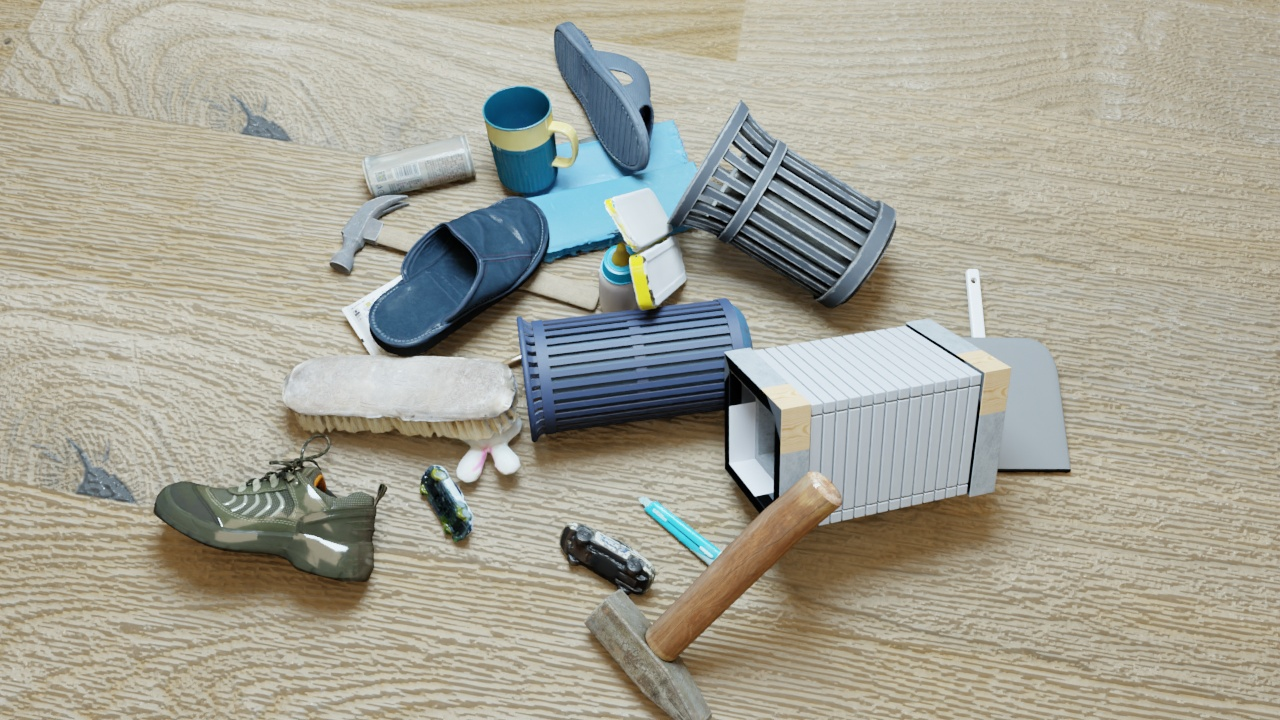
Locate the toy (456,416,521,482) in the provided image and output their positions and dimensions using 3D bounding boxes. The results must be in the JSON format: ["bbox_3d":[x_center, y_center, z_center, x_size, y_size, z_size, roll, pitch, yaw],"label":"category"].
[{"bbox_3d":[-0.173,0.078,1.045,0.076,0.037,0.125,-7,61,-1],"label":"toy"}]

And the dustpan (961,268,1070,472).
[{"bbox_3d":[0.416,0.008,1.104,0.163,0.033,0.257,0,76,-2],"label":"dustpan"}]

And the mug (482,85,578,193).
[{"bbox_3d":[-0.131,-0.268,1.135,0.114,0.107,0.083,13,54,12],"label":"mug"}]

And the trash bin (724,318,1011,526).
[{"bbox_3d":[0.229,0.064,0.960,0.246,0.143,0.142,-9,25,-14],"label":"trash bin"}]

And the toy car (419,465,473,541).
[{"bbox_3d":[-0.211,0.156,1.011,0.027,0.039,0.089,-13,61,-53],"label":"toy car"}]

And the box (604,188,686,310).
[{"bbox_3d":[0.010,-0.133,1.047,0.034,0.209,0.129,-19,99,17],"label":"box"}]

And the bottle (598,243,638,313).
[{"bbox_3d":[-0.023,-0.096,1.066,0.051,0.146,0.051,1,66,-2],"label":"bottle"}]

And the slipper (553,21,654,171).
[{"bbox_3d":[-0.031,-0.357,1.198,0.082,0.101,0.263,-20,58,-19],"label":"slipper"}]

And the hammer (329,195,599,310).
[{"bbox_3d":[-0.210,-0.123,1.135,0.331,0.031,0.119,16,67,6],"label":"hammer"}]

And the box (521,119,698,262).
[{"bbox_3d":[-0.039,-0.227,1.188,0.231,0.033,0.174,-16,65,-9],"label":"box"}]

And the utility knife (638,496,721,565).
[{"bbox_3d":[0.044,0.189,1.018,0.116,0.015,0.022,35,100,14],"label":"utility knife"}]

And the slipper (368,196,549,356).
[{"bbox_3d":[-0.202,-0.116,1.054,0.109,0.084,0.264,37,59,15],"label":"slipper"}]

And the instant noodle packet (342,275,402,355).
[{"bbox_3d":[-0.276,-0.062,1.094,0.134,0.026,0.087,-34,83,-5],"label":"instant noodle packet"}]

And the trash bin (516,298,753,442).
[{"bbox_3d":[-0.006,0.006,1.029,0.249,0.139,0.139,-7,67,-7],"label":"trash bin"}]

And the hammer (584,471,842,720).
[{"bbox_3d":[0.087,0.221,0.893,0.158,0.037,0.301,46,114,16],"label":"hammer"}]

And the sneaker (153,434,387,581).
[{"bbox_3d":[-0.382,0.138,0.969,0.238,0.101,0.142,16,77,-1],"label":"sneaker"}]

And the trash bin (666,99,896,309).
[{"bbox_3d":[0.171,-0.175,1.087,0.227,0.164,0.164,31,68,-4],"label":"trash bin"}]

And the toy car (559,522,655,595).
[{"bbox_3d":[-0.035,0.210,0.989,0.113,0.049,0.040,29,37,10],"label":"toy car"}]

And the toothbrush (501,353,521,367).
[{"bbox_3d":[-0.153,0.001,1.091,0.166,0.016,0.016,-21,70,-10],"label":"toothbrush"}]

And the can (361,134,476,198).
[{"bbox_3d":[-0.282,-0.247,1.172,0.135,0.054,0.054,-16,68,-9],"label":"can"}]

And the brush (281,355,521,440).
[{"bbox_3d":[-0.267,0.040,1.024,0.271,0.057,0.083,1,56,8],"label":"brush"}]
